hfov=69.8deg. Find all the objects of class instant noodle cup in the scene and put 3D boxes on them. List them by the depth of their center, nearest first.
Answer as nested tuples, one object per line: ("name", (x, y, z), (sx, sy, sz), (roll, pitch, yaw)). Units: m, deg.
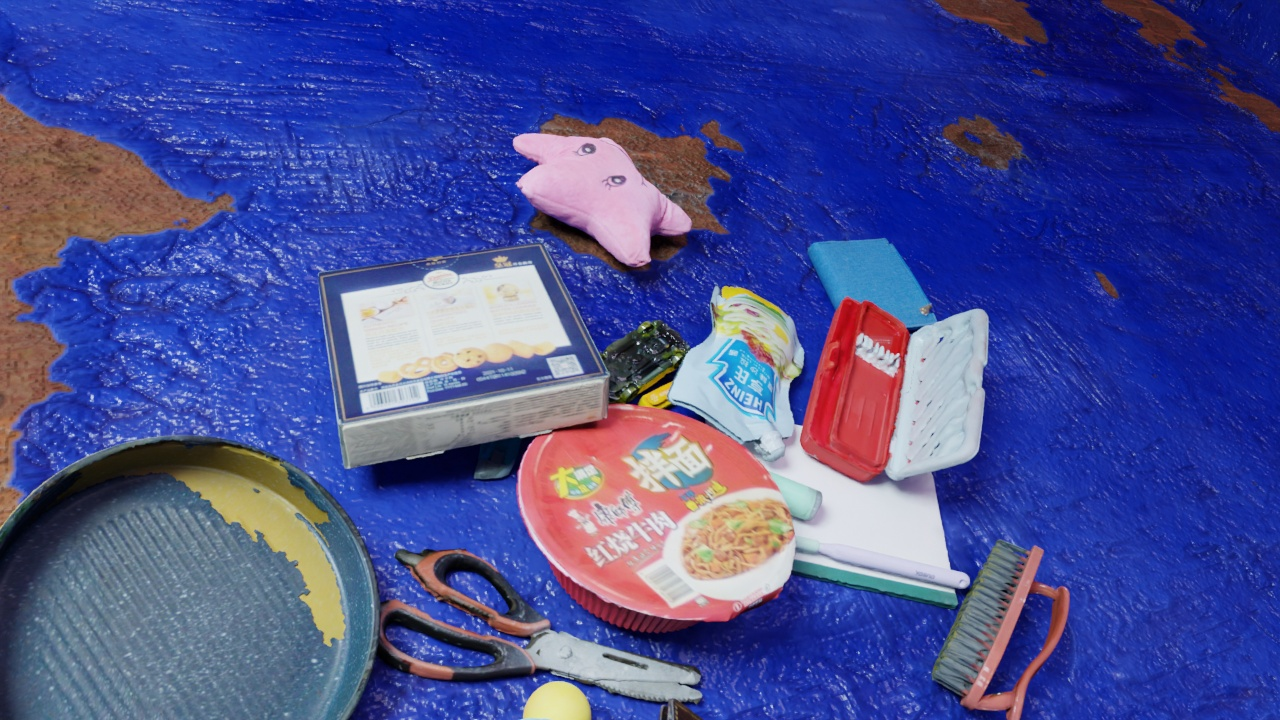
("instant noodle cup", (0.006, 0.116, 0.633), (0.194, 0.066, 0.193), (12, 35, -9))

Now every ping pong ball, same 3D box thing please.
("ping pong ball", (-0.049, 0.212, 0.544), (0.040, 0.040, 0.040), (13, 44, -13))

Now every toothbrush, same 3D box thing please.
("toothbrush", (0.169, 0.151, 0.704), (0.189, 0.029, 0.021), (14, 9, -12))
("toothbrush", (0.035, 0.073, 0.715), (0.224, 0.026, 0.027), (22, 73, -2))

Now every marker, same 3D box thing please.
("marker", (0.045, 0.019, 0.794), (0.123, 0.015, 0.018), (-24, 67, -42))

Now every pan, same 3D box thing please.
("pan", (-0.182, 0.192, 0.472), (0.357, 0.078, 0.197), (53, 42, 3))

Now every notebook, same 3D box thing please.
("notebook", (0.153, 0.115, 0.751), (0.209, 0.012, 0.150), (14, 46, -10))

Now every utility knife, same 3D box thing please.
("utility knife", (-0.098, 0.025, 0.724), (0.029, 0.013, 0.179), (19, 43, -9))

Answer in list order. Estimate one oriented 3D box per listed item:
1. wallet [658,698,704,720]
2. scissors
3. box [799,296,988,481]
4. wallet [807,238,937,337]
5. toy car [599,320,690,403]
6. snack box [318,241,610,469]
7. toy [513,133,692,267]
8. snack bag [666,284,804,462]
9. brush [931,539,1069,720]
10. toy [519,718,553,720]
("wallet", (0.051, 0.262, 0.521), (0.122, 0.020, 0.096), (41, 36, -27))
("scissors", (-0.063, 0.173, 0.594), (0.206, 0.015, 0.192), (-12, 54, -33))
("box", (0.227, 0.022, 0.808), (0.155, 0.074, 0.200), (6, 42, 19))
("wallet", (0.243, -0.073, 0.957), (0.106, 0.040, 0.133), (-4, 51, -16))
("toy car", (-0.005, 0.004, 0.773), (0.048, 0.032, 0.105), (43, 52, 18))
("snack box", (-0.135, -0.013, 0.671), (0.177, 0.046, 0.182), (-10, 41, -16))
("toy", (-0.043, -0.158, 0.880), (0.178, 0.075, 0.194), (-11, 53, -43))
("snack bag", (0.091, 0.006, 0.792), (0.110, 0.039, 0.190), (40, 34, -11))
("brush", (0.271, 0.204, 0.681), (0.069, 0.063, 0.145), (27, 43, 22))
("toy", (-0.029, 0.248, 0.491), (0.156, 0.050, 0.161), (50, 35, 8))
